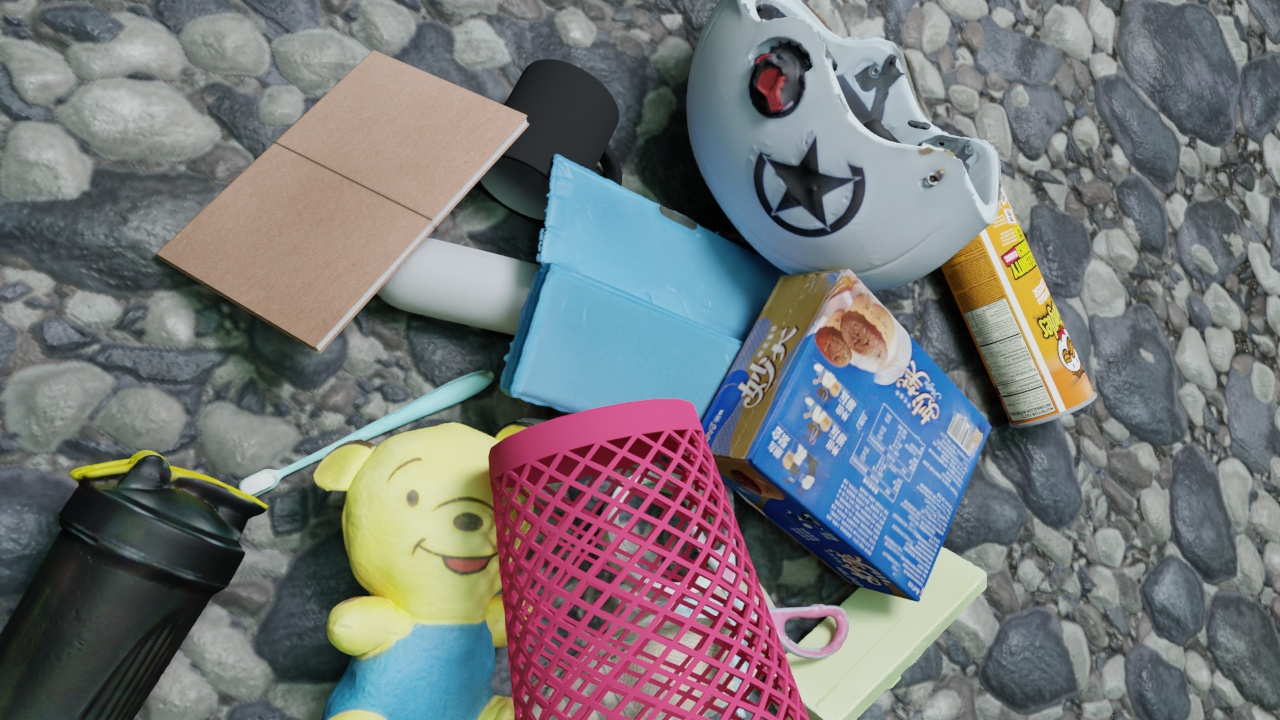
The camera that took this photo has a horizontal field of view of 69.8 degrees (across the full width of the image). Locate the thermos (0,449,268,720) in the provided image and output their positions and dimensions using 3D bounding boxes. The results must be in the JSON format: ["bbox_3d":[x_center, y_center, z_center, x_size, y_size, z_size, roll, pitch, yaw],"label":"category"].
[{"bbox_3d":[-0.300,0.157,0.491,0.098,0.098,0.220,31,74,-15],"label":"thermos"}]

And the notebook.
[{"bbox_3d":[-0.190,-0.113,0.596,0.141,0.008,0.208,27,66,20],"label":"notebook"}]

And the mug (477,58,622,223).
[{"bbox_3d":[-0.057,-0.148,0.671,0.113,0.078,0.087,42,63,-40],"label":"mug"}]

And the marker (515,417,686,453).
[{"bbox_3d":[-0.028,0.054,0.667,0.133,0.017,0.020,8,57,-21],"label":"marker"}]

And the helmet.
[{"bbox_3d":[0.131,-0.162,0.693,0.264,0.164,0.236,47,29,5],"label":"helmet"}]

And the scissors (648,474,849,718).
[{"bbox_3d":[0.077,0.161,0.648,0.170,0.013,0.172,7,69,-28],"label":"scissors"}]

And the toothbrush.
[{"bbox_3d":[-0.176,0.046,0.607,0.180,0.017,0.016,-27,89,-26],"label":"toothbrush"}]

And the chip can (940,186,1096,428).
[{"bbox_3d":[0.318,-0.054,0.805,0.075,0.075,0.215,-23,89,-26],"label":"chip can"}]

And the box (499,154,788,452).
[{"bbox_3d":[0.023,-0.026,0.642,0.231,0.048,0.176,19,75,-34],"label":"box"}]

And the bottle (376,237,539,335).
[{"bbox_3d":[-0.129,-0.053,0.627,0.195,0.053,0.052,12,74,-20],"label":"bottle"}]

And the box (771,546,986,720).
[{"bbox_3d":[0.179,0.212,0.705,0.187,0.091,0.077,-33,62,-24],"label":"box"}]

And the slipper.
[{"bbox_3d":[-0.005,0.239,0.622,0.272,0.054,0.114,-34,87,-28],"label":"slipper"}]

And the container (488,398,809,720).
[{"bbox_3d":[-0.002,0.147,0.522,0.183,0.184,0.225,-8,75,-24],"label":"container"}]

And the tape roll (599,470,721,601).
[{"bbox_3d":[0.017,0.124,0.655,0.093,0.018,0.093,13,54,-18],"label":"tape roll"}]

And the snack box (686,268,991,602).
[{"bbox_3d":[0.151,0.056,0.664,0.202,0.069,0.154,40,70,-30],"label":"snack box"}]

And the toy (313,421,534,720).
[{"bbox_3d":[-0.132,0.140,0.566,0.148,0.084,0.213,14,69,-42],"label":"toy"}]
